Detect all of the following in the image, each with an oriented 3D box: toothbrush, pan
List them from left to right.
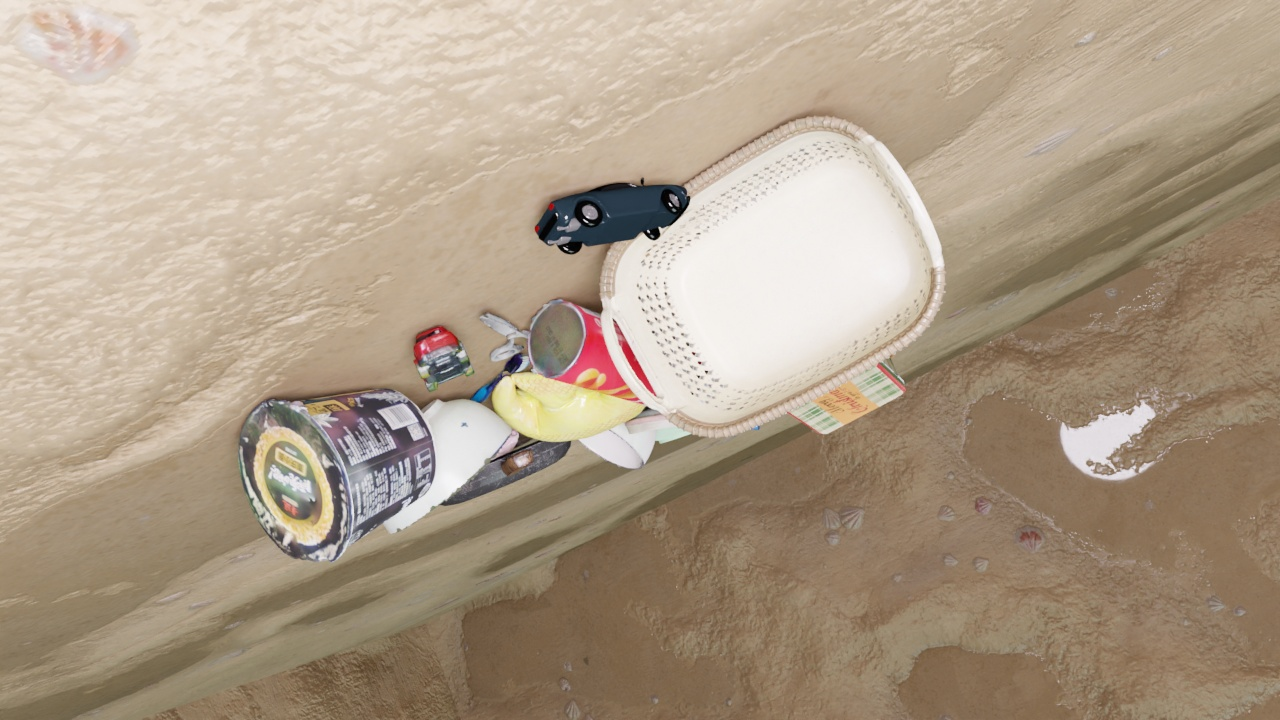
[{"bbox_3d":[-0.162,0.038,0.942,0.017,0.016,0.190,-8,158,-41],"label":"toothbrush"},{"bbox_3d":[-0.159,0.130,1.099,0.207,0.040,0.357,-22,180,-15],"label":"pan"}]

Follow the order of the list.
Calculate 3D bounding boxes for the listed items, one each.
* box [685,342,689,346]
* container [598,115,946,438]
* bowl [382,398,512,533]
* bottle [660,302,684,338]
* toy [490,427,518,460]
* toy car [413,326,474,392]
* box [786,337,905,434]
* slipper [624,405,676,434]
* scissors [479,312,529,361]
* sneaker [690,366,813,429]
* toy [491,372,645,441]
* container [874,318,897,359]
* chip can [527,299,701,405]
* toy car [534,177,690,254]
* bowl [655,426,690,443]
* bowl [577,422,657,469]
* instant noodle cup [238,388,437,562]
[{"bbox_3d":[0.030,-0.002,1.065,0.141,0.044,0.187,-8,180,43],"label":"box"},{"bbox_3d":[0.104,-0.061,0.705,0.247,0.184,0.142,-29,176,22],"label":"container"},{"bbox_3d":[-0.204,0.090,0.887,0.153,0.073,0.153,-38,-170,8],"label":"bowl"},{"bbox_3d":[0.059,-0.066,0.857,0.051,0.051,0.146,-19,165,-22],"label":"bottle"},{"bbox_3d":[-0.179,0.094,1.064,0.063,0.047,0.110,-12,170,-32],"label":"toy"},{"bbox_3d":[-0.163,-0.001,0.751,0.042,0.036,0.091,-23,166,-9],"label":"toy car"},{"bbox_3d":[0.191,0.010,0.968,0.118,0.049,0.205,-29,146,23],"label":"box"},{"bbox_3d":[0.083,0.036,1.085,0.114,0.054,0.273,-14,180,42],"label":"slipper"},{"bbox_3d":[-0.103,-0.026,0.807,0.094,0.014,0.171,-18,168,-17],"label":"scissors"},{"bbox_3d":[0.142,-0.042,0.831,0.242,0.098,0.083,-60,-172,19],"label":"sneaker"},{"bbox_3d":[-0.069,0.045,0.977,0.171,0.064,0.155,-9,154,17],"label":"toy"},{"bbox_3d":[0.233,-0.049,1.087,0.113,0.113,0.198,-20,165,3],"label":"container"},{"bbox_3d":[-0.005,0.005,0.862,0.073,0.073,0.232,-32,151,27],"label":"chip can"},{"bbox_3d":[-0.018,-0.101,0.627,0.112,0.034,0.046,-14,163,-33],"label":"toy car"},{"bbox_3d":[0.045,0.063,1.212,0.151,0.077,0.151,-19,176,-1],"label":"bowl"},{"bbox_3d":[-0.030,0.074,1.119,0.065,0.116,0.116,-57,179,-23],"label":"bowl"},{"bbox_3d":[-0.243,0.086,0.761,0.138,0.137,0.112,-35,172,36],"label":"instant noodle cup"}]
